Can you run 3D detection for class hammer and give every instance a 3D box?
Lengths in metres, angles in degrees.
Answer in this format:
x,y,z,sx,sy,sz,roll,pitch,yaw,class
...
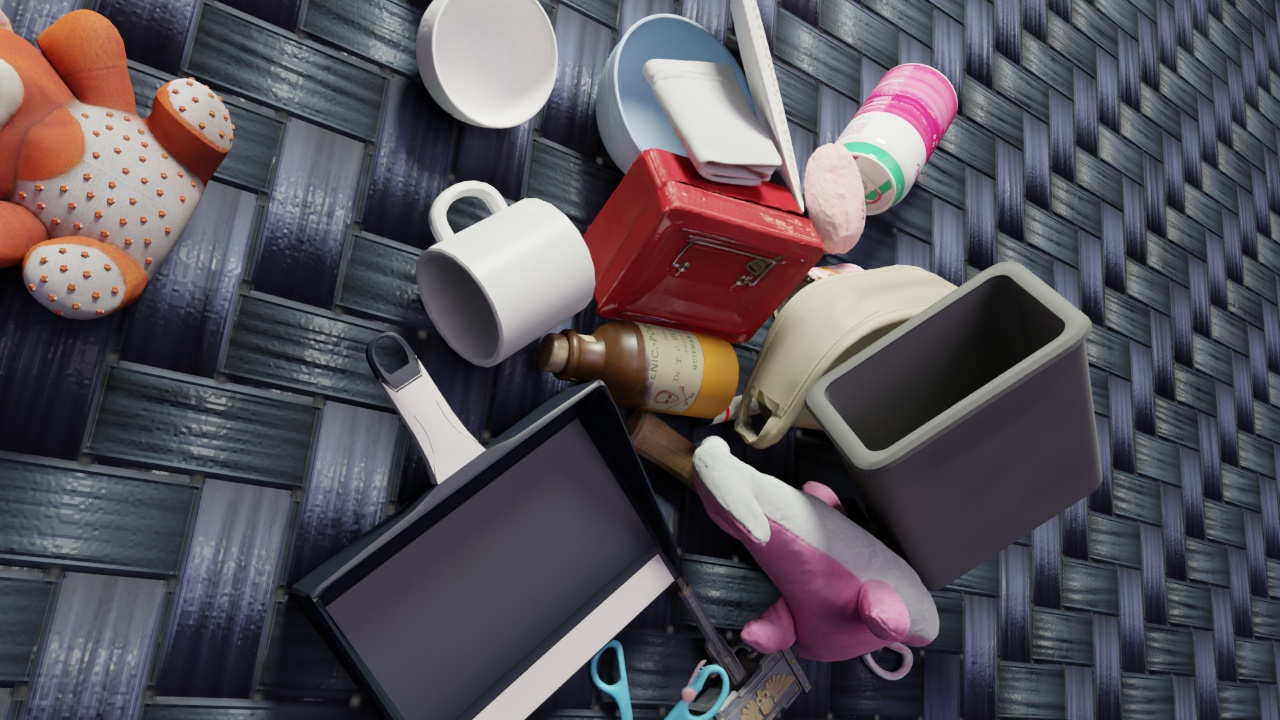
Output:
x,y,z,sx,sy,sz,roll,pitch,yaw,class
0.109,0.129,0.797,0.305,0.040,0.132,36,59,-23,hammer
0.022,0.160,0.730,0.098,0.044,0.322,-35,99,-35,hammer

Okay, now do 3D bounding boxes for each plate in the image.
x,y,z,sx,sy,sz,roll,pitch,yaw,class
0.106,-0.246,0.803,0.242,0.016,0.242,-13,90,-76,plate

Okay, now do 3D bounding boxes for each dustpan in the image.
x,y,z,sx,sy,sz,roll,pitch,yaw,class
-0.103,0.105,0.603,0.235,0.080,0.273,-37,98,-28,dustpan

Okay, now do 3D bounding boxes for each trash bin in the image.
x,y,z,sx,sy,sz,roll,pitch,yaw,class
0.259,0.063,0.733,0.192,0.097,0.220,-34,135,2,trash bin

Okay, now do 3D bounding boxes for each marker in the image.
x,y,z,sx,sy,sz,roll,pitch,yaw,class
0.104,0.038,0.823,0.145,0.019,0.019,-9,86,-37,marker

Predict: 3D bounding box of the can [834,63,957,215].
x,y,z,sx,sy,sz,roll,pitch,yaw,class
0.258,-0.228,0.944,0.088,0.088,0.165,49,57,-18,can

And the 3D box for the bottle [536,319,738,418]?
x,y,z,sx,sy,sz,roll,pitch,yaw,class
-0.004,0.004,0.713,0.156,0.068,0.067,9,75,-30,bottle

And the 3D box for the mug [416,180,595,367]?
x,y,z,sx,sy,sz,roll,pitch,yaw,class
-0.102,-0.069,0.650,0.089,0.091,0.121,-36,103,-35,mug

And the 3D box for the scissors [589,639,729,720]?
x,y,z,sx,sy,sz,roll,pitch,yaw,class
-0.003,0.265,0.687,0.126,0.015,0.136,42,76,4,scissors

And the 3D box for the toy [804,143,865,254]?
x,y,z,sx,sy,sz,roll,pitch,yaw,class
0.181,-0.146,0.873,0.053,0.105,0.108,-6,78,0,toy

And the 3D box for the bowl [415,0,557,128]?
x,y,z,sx,sy,sz,roll,pitch,yaw,class
-0.118,-0.227,0.682,0.104,0.054,0.105,-12,109,-36,bowl

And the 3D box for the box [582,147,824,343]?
x,y,z,sx,sy,sz,roll,pitch,yaw,class
0.048,-0.084,0.726,0.158,0.130,0.086,8,49,-34,box

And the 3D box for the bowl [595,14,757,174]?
x,y,z,sx,sy,sz,roll,pitch,yaw,class
0.019,-0.204,0.775,0.150,0.075,0.150,7,77,-35,bowl

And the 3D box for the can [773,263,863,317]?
x,y,z,sx,sy,sz,roll,pitch,yaw,class
0.174,-0.055,0.863,0.076,0.067,0.067,-10,86,-36,can

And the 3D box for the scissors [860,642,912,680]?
x,y,z,sx,sy,sz,roll,pitch,yaw,class
0.198,0.242,0.855,0.174,0.017,0.076,33,62,-27,scissors

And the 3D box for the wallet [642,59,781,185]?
x,y,z,sx,sy,sz,roll,pitch,yaw,class
0.053,-0.184,0.710,0.086,0.032,0.116,0,57,-32,wallet

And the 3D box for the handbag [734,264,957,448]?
x,y,z,sx,sy,sz,roll,pitch,yaw,class
0.215,0.014,0.806,0.228,0.132,0.184,9,114,-40,handbag

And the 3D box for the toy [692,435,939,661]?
x,y,z,sx,sy,sz,roll,pitch,yaw,class
0.126,0.171,0.722,0.265,0.186,0.128,40,100,-21,toy

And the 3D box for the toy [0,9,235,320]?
x,y,z,sx,sy,sz,roll,pitch,yaw,class
-0.330,-0.118,0.496,0.172,0.093,0.163,31,66,-26,toy
